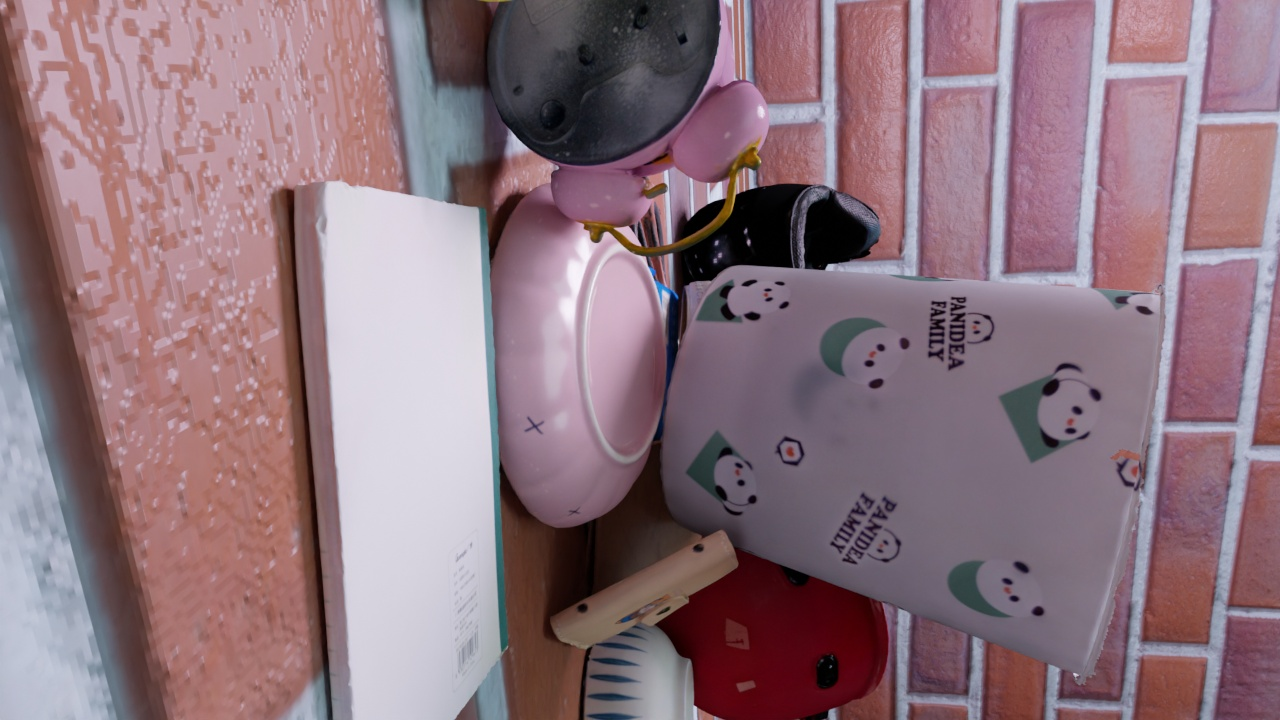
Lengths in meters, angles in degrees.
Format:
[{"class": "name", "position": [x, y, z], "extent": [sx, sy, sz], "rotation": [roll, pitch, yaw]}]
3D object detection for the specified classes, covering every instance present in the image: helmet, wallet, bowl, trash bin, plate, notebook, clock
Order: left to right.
[{"class": "notebook", "position": [-0.082, 0.042, 0.353], "extent": [0.150, 0.012, 0.209], "rotation": [-33, 122, -78]}, {"class": "plate", "position": [-0.023, -0.004, 0.509], "extent": [0.192, 0.039, 0.192], "rotation": [-1, 90, -69]}, {"class": "clock", "position": [-0.004, -0.127, 0.441], "extent": [0.059, 0.117, 0.158], "rotation": [12, 56, -68]}, {"class": "bowl", "position": [0.003, 0.243, 0.656], "extent": [0.116, 0.066, 0.116], "rotation": [0, 89, -80]}, {"class": "wallet", "position": [0.005, 0.108, 0.625], "extent": [0.101, 0.020, 0.115], "rotation": [-8, 108, -44]}, {"class": "wallet", "position": [0.007, 0.145, 0.565], "extent": [0.024, 0.115, 0.087], "rotation": [61, -3, 22]}, {"class": "helmet", "position": [0.074, 0.197, 0.732], "extent": [0.240, 0.143, 0.207], "rotation": [161, -89, -72]}, {"class": "helmet", "position": [0.170, -0.091, 1.148], "extent": [0.275, 0.230, 0.232], "rotation": [77, 31, -47]}, {"class": "trash bin", "position": [0.162, 0.048, 0.573], "extent": [0.229, 0.252, 0.229], "rotation": [12, 89, -67]}]

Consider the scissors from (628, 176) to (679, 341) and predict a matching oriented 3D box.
[{"class": "scissors", "position": [0.016, -0.065, 0.833], "extent": [0.189, 0.015, 0.224], "rotation": [19, 64, -76]}]

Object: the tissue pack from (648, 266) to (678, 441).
[{"class": "tissue pack", "position": [-0.004, 0.004, 0.674], "extent": [0.095, 0.052, 0.157], "rotation": [21, 69, -77]}]

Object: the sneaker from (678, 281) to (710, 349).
[{"class": "sneaker", "position": [0.073, 0.021, 0.767], "extent": [0.241, 0.088, 0.118], "rotation": [92, -1, -57]}]
